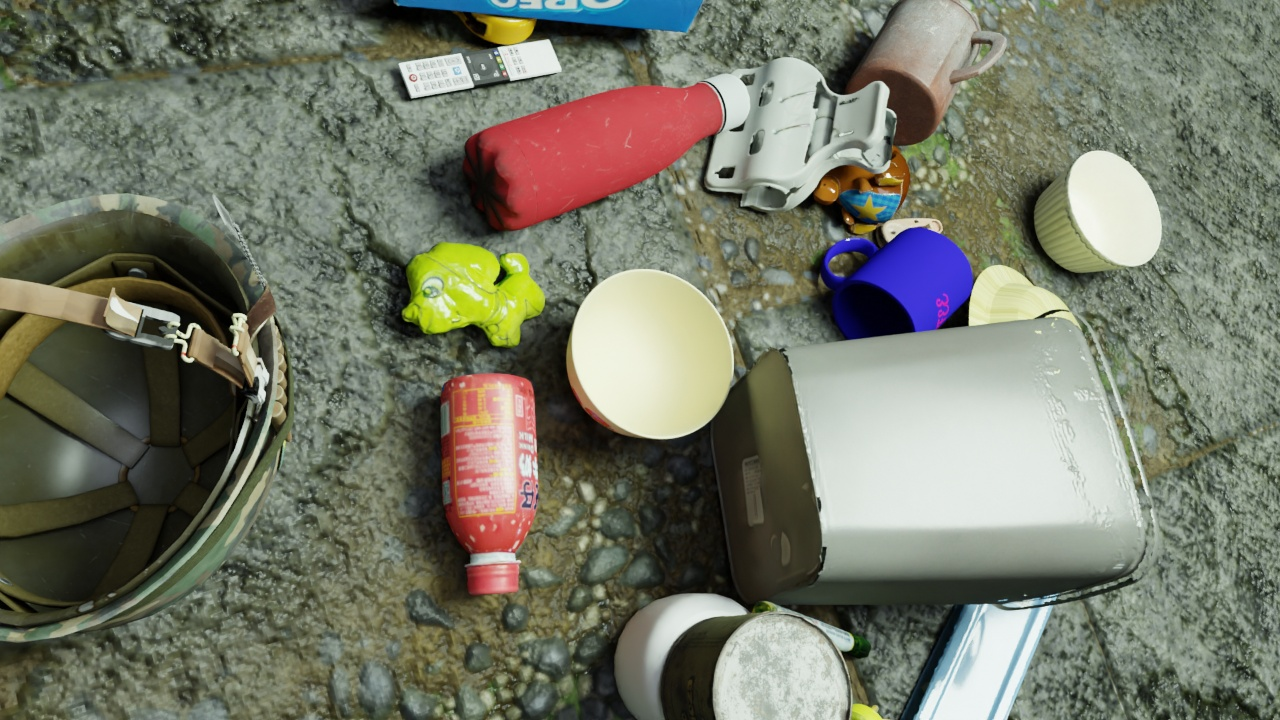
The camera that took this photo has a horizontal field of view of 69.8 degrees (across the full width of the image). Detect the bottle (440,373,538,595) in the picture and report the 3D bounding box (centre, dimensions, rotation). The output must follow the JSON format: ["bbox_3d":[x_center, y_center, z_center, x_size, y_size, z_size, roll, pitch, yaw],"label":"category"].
[{"bbox_3d":[-0.097,0.081,0.593,0.062,0.062,0.137,2,76,-23],"label":"bottle"}]

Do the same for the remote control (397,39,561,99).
[{"bbox_3d":[-0.120,-0.220,0.696,0.124,0.012,0.028,-19,83,-26],"label":"remote control"}]

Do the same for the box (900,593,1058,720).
[{"bbox_3d":[0.269,0.229,0.731,0.067,0.052,0.209,31,61,12],"label":"box"}]

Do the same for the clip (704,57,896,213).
[{"bbox_3d":[0.136,-0.184,0.757,0.151,0.089,0.125,6,70,16],"label":"clip"}]

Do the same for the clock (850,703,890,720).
[{"bbox_3d":[0.141,0.289,0.637,0.118,0.057,0.083,-12,80,-32],"label":"clock"}]

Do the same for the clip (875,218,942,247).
[{"bbox_3d":[0.238,-0.113,0.807,0.061,0.049,0.026,6,71,-50],"label":"clip"}]

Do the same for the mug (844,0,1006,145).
[{"bbox_3d":[0.253,-0.256,0.806,0.096,0.123,0.110,45,64,-38],"label":"mug"}]

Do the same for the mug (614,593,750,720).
[{"bbox_3d":[0.041,0.212,0.609,0.094,0.068,0.115,-35,90,-27],"label":"mug"}]

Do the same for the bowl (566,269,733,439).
[{"bbox_3d":[-0.004,0.004,0.646,0.118,0.074,0.118,6,73,-21],"label":"bowl"}]

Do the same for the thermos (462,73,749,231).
[{"bbox_3d":[-0.015,-0.167,0.691,0.239,0.073,0.073,-27,87,-27],"label":"thermos"}]

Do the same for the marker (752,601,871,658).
[{"bbox_3d":[0.122,0.189,0.642,0.146,0.017,0.017,32,62,-43],"label":"marker"}]

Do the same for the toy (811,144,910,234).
[{"bbox_3d":[0.187,-0.164,0.794,0.090,0.071,0.102,19,53,1],"label":"toy"}]

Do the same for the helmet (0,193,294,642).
[{"bbox_3d":[-0.269,0.016,0.440,0.192,0.236,0.224,1,77,-7],"label":"helmet"}]

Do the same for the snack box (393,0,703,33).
[{"bbox_3d":[-0.082,-0.353,0.705,0.238,0.056,0.195,-4,64,-23],"label":"snack box"}]

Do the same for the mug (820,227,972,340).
[{"bbox_3d":[0.203,-0.063,0.758,0.111,0.079,0.083,38,60,23],"label":"mug"}]

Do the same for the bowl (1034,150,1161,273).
[{"bbox_3d":[0.428,-0.134,0.875,0.115,0.063,0.115,7,73,-21],"label":"bowl"}]

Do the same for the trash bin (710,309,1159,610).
[{"bbox_3d":[0.183,0.079,0.643,0.220,0.198,0.197,-1,68,-17],"label":"trash bin"}]

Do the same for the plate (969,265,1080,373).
[{"bbox_3d":[0.350,0.000,0.787,0.184,0.036,0.184,16,65,-37],"label":"plate"}]

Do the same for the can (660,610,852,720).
[{"bbox_3d":[0.066,0.196,0.543,0.089,0.075,0.089,7,71,-21],"label":"can"}]

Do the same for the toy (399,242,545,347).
[{"bbox_3d":[-0.116,-0.046,0.636,0.093,0.036,0.094,43,61,-13],"label":"toy"}]

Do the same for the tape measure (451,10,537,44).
[{"bbox_3d":[-0.107,-0.271,0.702,0.068,0.030,0.059,-31,80,-32],"label":"tape measure"}]
